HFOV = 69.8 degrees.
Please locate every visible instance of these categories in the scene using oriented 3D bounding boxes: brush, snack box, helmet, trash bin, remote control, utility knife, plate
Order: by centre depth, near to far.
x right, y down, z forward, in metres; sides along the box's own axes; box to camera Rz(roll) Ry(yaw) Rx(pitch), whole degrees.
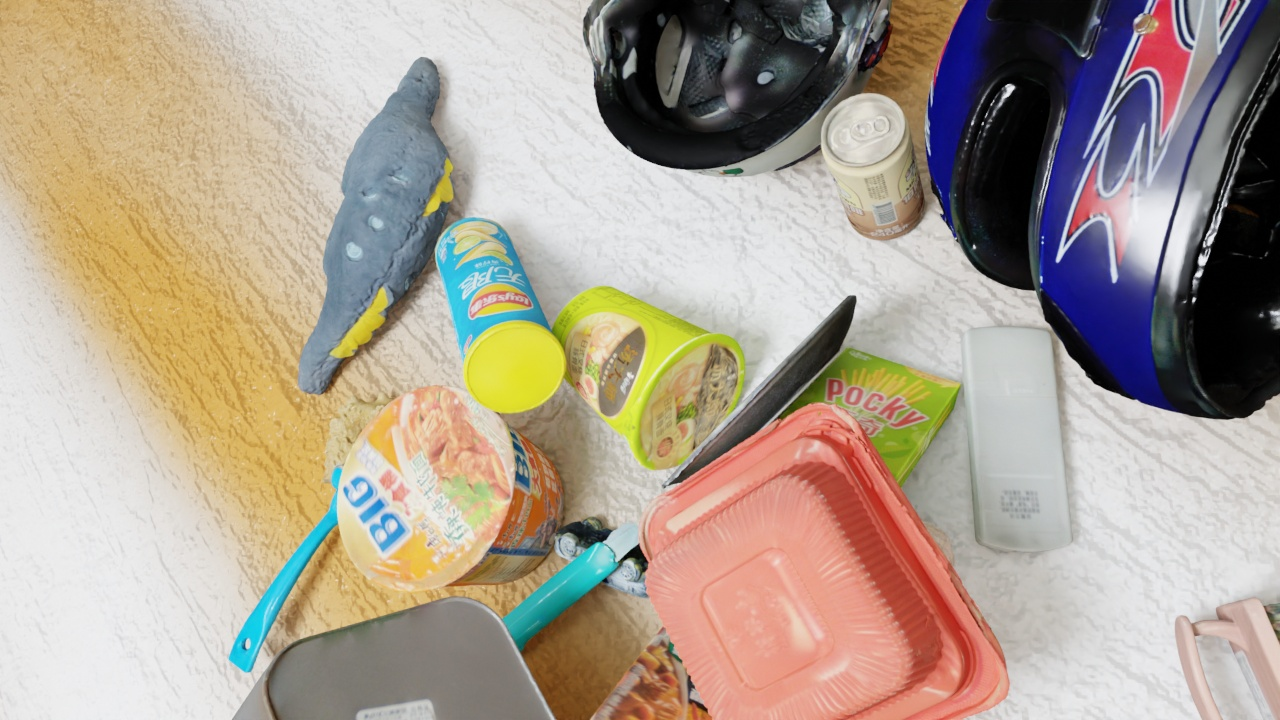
[{"bbox_3d":[0.346,0.202,0.489,0.073,0.063,0.145,-17,68,13],"label":"brush"},{"bbox_3d":[0.288,-0.139,0.534,0.315,0.247,0.240,-60,34,-2],"label":"helmet"},{"bbox_3d":[-0.163,0.278,0.555,0.199,0.198,0.220,54,130,28],"label":"trash bin"},{"bbox_3d":[0.024,0.215,0.566,0.075,0.153,0.026,22,104,16],"label":"snack box"},{"bbox_3d":[0.141,0.045,0.595,0.086,0.026,0.156,22,37,27],"label":"snack box"},{"bbox_3d":[0.245,0.050,0.602,0.058,0.021,0.149,2,72,4],"label":"remote control"},{"bbox_3d":[0.084,0.027,0.606,0.024,0.179,0.179,44,92,7],"label":"plate"},{"bbox_3d":[-0.058,0.171,0.671,0.182,0.013,0.029,-43,76,26],"label":"utility knife"},{"bbox_3d":[0.089,-0.256,0.706,0.230,0.156,0.274,6,84,28],"label":"helmet"},{"bbox_3d":[-0.274,0.142,0.779,0.083,0.046,0.254,23,76,24],"label":"brush"}]

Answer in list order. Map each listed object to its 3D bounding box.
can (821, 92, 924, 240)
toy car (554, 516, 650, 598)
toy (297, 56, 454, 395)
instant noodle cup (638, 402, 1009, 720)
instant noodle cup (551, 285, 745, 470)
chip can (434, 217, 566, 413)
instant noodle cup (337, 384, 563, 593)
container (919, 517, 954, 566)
[{"bbox_3d":[0.166,-0.134,0.651,0.059,0.116,0.058,-8,69,21],"label":"can"},{"bbox_3d":[-0.022,0.145,0.679,0.091,0.042,0.034,18,113,23],"label":"toy car"},{"bbox_3d":[-0.235,-0.140,0.850,0.138,0.091,0.355,-6,66,51],"label":"toy"},{"bbox_3d":[0.082,0.132,0.502,0.165,0.079,0.188,-39,69,25],"label":"instant noodle cup"},{"bbox_3d":[-0.004,0.004,0.689,0.123,0.111,0.111,34,88,37],"label":"instant noodle cup"},{"bbox_3d":[-0.115,-0.043,0.716,0.071,0.071,0.210,-39,33,6],"label":"chip can"},{"bbox_3d":[-0.135,0.105,0.700,0.152,0.111,0.151,-8,69,21],"label":"instant noodle cup"},{"bbox_3d":[0.137,0.145,0.584,0.090,0.090,0.111,29,82,29],"label":"container"}]
